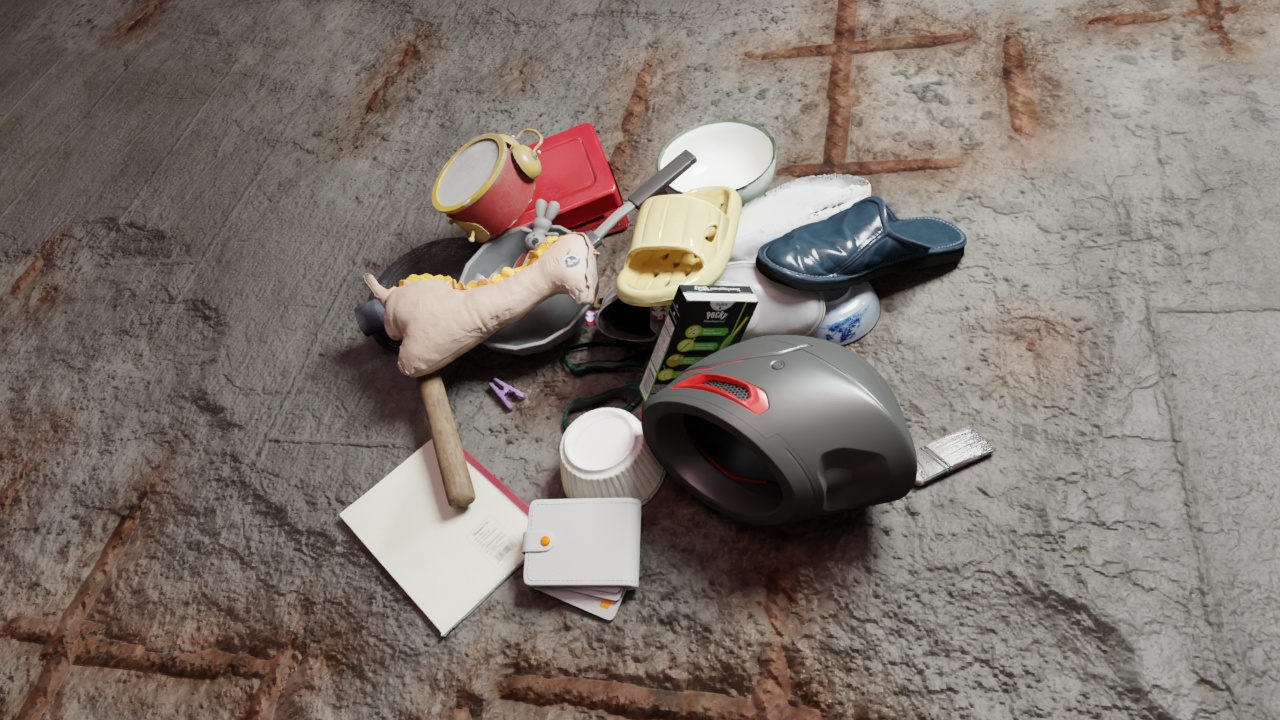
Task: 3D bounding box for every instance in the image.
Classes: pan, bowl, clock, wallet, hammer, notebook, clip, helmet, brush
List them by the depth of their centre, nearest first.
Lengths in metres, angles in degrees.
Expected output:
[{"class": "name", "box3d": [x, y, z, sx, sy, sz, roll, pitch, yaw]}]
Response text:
[{"class": "helmet", "box3d": [0.143, 0.058, 0.877, 0.265, 0.164, 0.169, 21, 48, 40]}, {"class": "brush", "box3d": [0.271, 0.106, 0.901, 0.151, 0.012, 0.039, -25, 49, -3]}, {"class": "wallet", "box3d": [-0.059, 0.196, 0.902, 0.118, 0.037, 0.115, -3, 66, 12]}, {"class": "bowl", "box3d": [-0.035, 0.100, 0.961, 0.115, 0.062, 0.115, -8, 50, 10]}, {"class": "notebook", "box3d": [-0.211, 0.175, 0.984, 0.152, 0.012, 0.209, -41, 53, -19]}, {"class": "bowl", "box3d": [0.213, -0.072, 1.042, 0.114, 0.045, 0.114, -8, 50, 10]}, {"class": "hammer", "box3d": [-0.241, 0.032, 1.064, 0.129, 0.040, 0.321, -22, 55, -4]}, {"class": "clip", "box3d": [-0.161, 0.042, 1.079, 0.052, 0.014, 0.042, 11, 58, 20]}, {"class": "pan", "box3d": [-0.067, -0.140, 1.126, 0.357, 0.041, 0.178, -41, 60, -9]}, {"class": "clock", "box3d": [-0.177, -0.222, 1.141, 0.159, 0.081, 0.117, -50, 42, 0]}, {"class": "pan", "box3d": [-0.197, -0.086, 1.181, 0.357, 0.040, 0.207, 4, 53, 21]}, {"class": "bowl", "box3d": [0.103, -0.241, 1.195, 0.153, 0.073, 0.153, -8, 51, 10]}]

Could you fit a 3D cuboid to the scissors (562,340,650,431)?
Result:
[{"class": "scissors", "box3d": [-0.004, 0.002, 1.065, 0.210, 0.015, 0.142, -21, 47, -1]}]

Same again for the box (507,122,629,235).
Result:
[{"class": "box", "box3d": [-0.108, -0.223, 1.221, 0.157, 0.112, 0.134, -20, 54, 0]}]

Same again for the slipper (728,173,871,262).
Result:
[{"class": "slipper", "box3d": [0.176, -0.162, 1.107, 0.246, 0.075, 0.112, -28, 49, -18]}]

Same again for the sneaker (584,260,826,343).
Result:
[{"class": "sneaker", "box3d": [0.067, -0.056, 1.006, 0.263, 0.097, 0.128, -1, 9, 17]}]

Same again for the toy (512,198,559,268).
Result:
[{"class": "toy", "box3d": [-0.125, -0.141, 1.098, 0.049, 0.030, 0.111, 12, 77, 16]}]

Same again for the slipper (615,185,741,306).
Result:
[{"class": "slipper", "box3d": [0.050, -0.149, 1.007, 0.111, 0.079, 0.260, 3, 34, 20]}]

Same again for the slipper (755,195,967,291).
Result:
[{"class": "slipper", "box3d": [0.250, -0.146, 1.016, 0.265, 0.084, 0.109, -12, 39, -19]}]

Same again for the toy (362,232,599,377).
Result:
[{"class": "toy", "box3d": [-0.183, -0.089, 1.056, 0.264, 0.065, 0.196, -34, 70, 3]}]

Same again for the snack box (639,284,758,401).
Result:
[{"class": "snack box", "box3d": [0.058, -0.014, 0.958, 0.080, 0.148, 0.025, -1, 45, -23]}]
